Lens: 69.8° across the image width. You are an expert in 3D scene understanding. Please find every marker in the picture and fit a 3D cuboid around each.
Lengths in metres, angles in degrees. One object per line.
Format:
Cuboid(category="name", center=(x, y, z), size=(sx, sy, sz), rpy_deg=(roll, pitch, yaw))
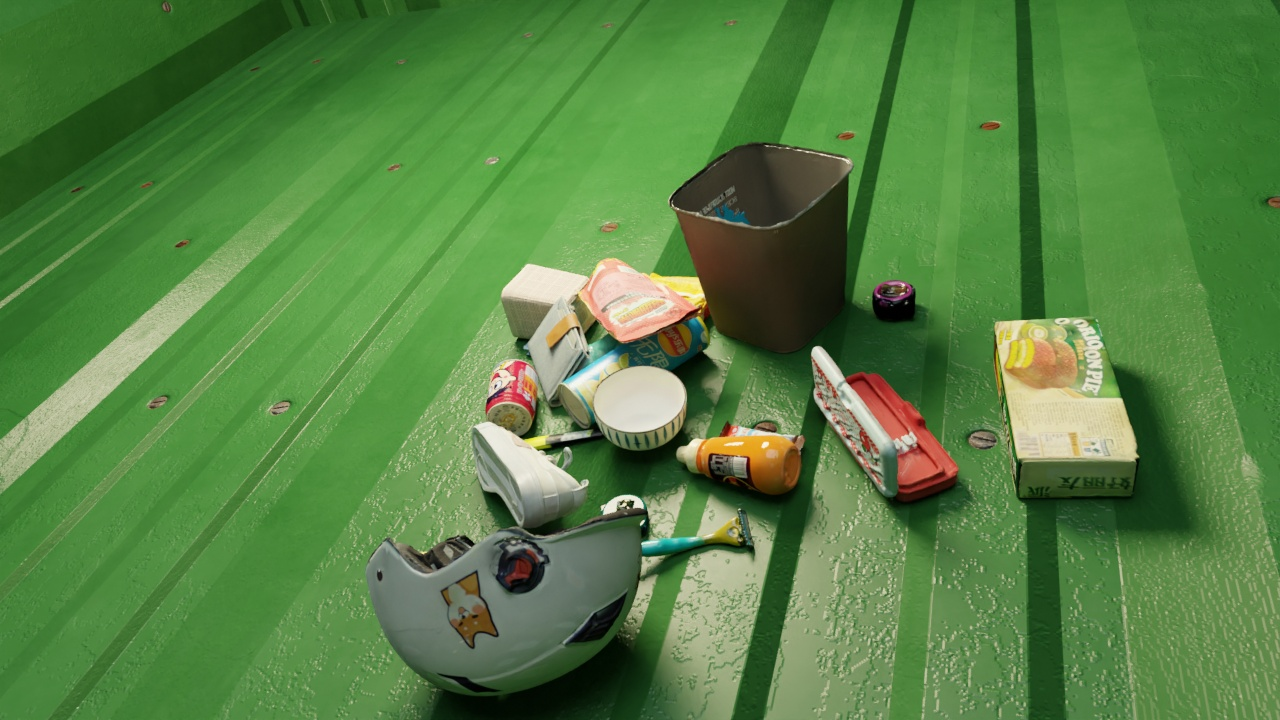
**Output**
Cuboid(category="marker", center=(-0.104, 0.103, 1.185), size=(0.124, 0.015, 0.018), rpy_deg=(-10, 37, 3))

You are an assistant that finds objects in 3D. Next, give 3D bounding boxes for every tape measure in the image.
Cuboid(category="tape measure", center=(-0.019, 0.177, 1.046), size=(0.058, 0.025, 0.054), rpy_deg=(-5, 39, 12))
Cuboid(category="tape measure", center=(0.344, -0.083, 1.244), size=(0.058, 0.039, 0.056), rpy_deg=(1, 40, 21))

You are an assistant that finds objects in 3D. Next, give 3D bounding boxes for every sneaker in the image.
Cuboid(category="sneaker", center=(-0.134, 0.125, 1.087), size=(0.090, 0.089, 0.242), rpy_deg=(-10, 16, -24))

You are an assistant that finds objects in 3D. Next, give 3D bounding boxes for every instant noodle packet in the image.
Cuboid(category="instant noodle packet", center=(0.046, -0.087, 1.354), size=(0.128, 0.044, 0.110), rpy_deg=(10, 39, 27))

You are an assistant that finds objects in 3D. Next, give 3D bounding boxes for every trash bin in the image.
Cuboid(category="trash bin", center=(0.174, -0.151, 1.244), size=(0.199, 0.220, 0.198), rpy_deg=(22, 51, 39))

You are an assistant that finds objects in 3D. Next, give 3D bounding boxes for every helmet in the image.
Cuboid(category="helmet", center=(-0.120, 0.235, 0.879), size=(0.274, 0.230, 0.156), rpy_deg=(-8, 79, 4))

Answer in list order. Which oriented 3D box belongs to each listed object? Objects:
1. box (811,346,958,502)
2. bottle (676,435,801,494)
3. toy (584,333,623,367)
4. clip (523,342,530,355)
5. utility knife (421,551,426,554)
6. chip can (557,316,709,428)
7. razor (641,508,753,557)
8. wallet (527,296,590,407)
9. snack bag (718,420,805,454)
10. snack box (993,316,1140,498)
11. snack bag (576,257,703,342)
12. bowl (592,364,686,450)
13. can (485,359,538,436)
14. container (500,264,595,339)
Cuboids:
Cuboid(category="box", center=(0.270, 0.060, 1.035), size=(0.094, 0.100, 0.201), rpy_deg=(-20, 37, -5))
Cuboid(category="bottle", center=(0.107, 0.115, 1.056), size=(0.150, 0.067, 0.066), rpy_deg=(3, 39, 35))
Cuboid(category="toy", center=(-0.050, -0.012, 1.302), size=(0.091, 0.030, 0.096), rpy_deg=(-33, 46, -19))
Cuboid(category="clip", center=(-0.144, -0.016, 1.350), size=(0.058, 0.037, 0.025), rpy_deg=(13, 42, 31))
Cuboid(category="utility knife", center=(-0.189, 0.230, 1.053), size=(0.183, 0.019, 0.030), rpy_deg=(-1, 44, 11))
Cuboid(category="chip can", center=(-0.007, 0.007, 1.227), size=(0.209, 0.071, 0.071), rpy_deg=(-34, 40, -23))
Cuboid(category="razor", center=(0.054, 0.195, 0.994), size=(0.132, 0.028, 0.043), rpy_deg=(-12, 68, 1))
Cuboid(category="wallet", center=(-0.115, -0.017, 1.267), size=(0.037, 0.107, 0.129), rpy_deg=(16, 32, -32))
Cuboid(category="snack bag", center=(0.142, 0.098, 1.090), size=(0.105, 0.026, 0.045), rpy_deg=(8, 39, 25))
Cuboid(category="snack box", center=(0.461, 0.046, 1.013), size=(0.114, 0.063, 0.239), rpy_deg=(-3, 38, 16))
Cuboid(category="snack bag", center=(-0.010, -0.078, 1.246), size=(0.128, 0.073, 0.208), rpy_deg=(-16, 26, -15))
Cuboid(category="bowl", center=(0.001, 0.068, 1.141), size=(0.116, 0.066, 0.116), rpy_deg=(-5, 43, 4))
Cuboid(category="can", center=(-0.173, 0.051, 1.232), size=(0.066, 0.066, 0.093), rpy_deg=(-11, 37, 6))
Cuboid(category="container", center=(-0.132, -0.082, 1.376), size=(0.111, 0.090, 0.090), rpy_deg=(11, 44, 27))
